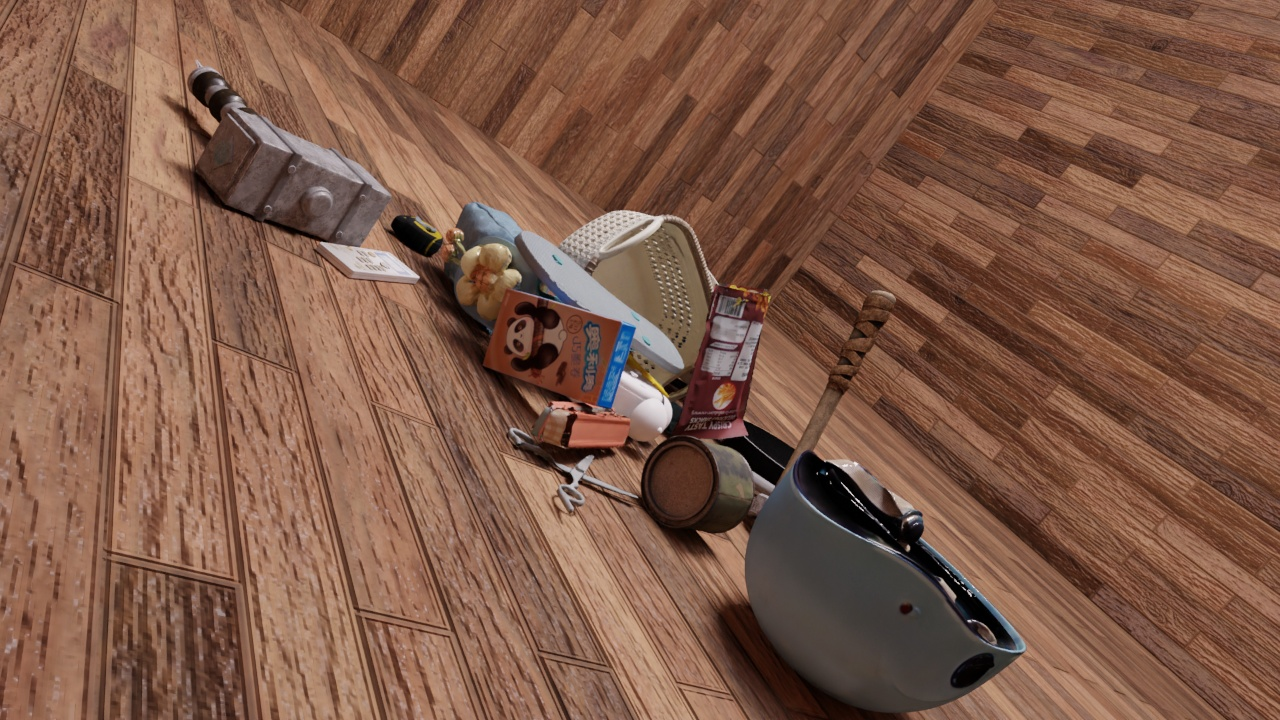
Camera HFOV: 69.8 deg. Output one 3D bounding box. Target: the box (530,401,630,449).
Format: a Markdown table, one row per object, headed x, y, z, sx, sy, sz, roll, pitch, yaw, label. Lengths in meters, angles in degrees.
| x | y | z | sx | sy | sz | roll | pitch | yaw | label |
| --- | --- | --- | --- | --- | --- | --- | --- | --- | --- |
| -0.051 | 0.067 | 0.906 | 0.056 | 0.059 | 0.186 | 64 | 14 | 11 | box |

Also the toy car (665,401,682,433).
| x | y | z | sx | sy | sz | roll | pitch | yaw | label |
| --- | --- | --- | --- | --- | --- | --- | --- | --- | --- |
| 0.045 | 0.071 | 1.250 | 0.060 | 0.027 | 0.107 | 39 | 11 | 13 | toy car |

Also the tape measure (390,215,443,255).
| x | y | z | sx | sy | sz | roll | pitch | yaw | label |
| --- | --- | --- | --- | --- | --- | --- | --- | --- | --- |
| -0.287 | -0.165 | 1.197 | 0.061 | 0.034 | 0.061 | 39 | 12 | 5 | tape measure |

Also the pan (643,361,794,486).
| x | y | z | sx | sy | sz | roll | pitch | yaw | label |
| --- | --- | --- | --- | --- | --- | --- | --- | --- | --- |
| 0.145 | 0.113 | 1.334 | 0.355 | 0.044 | 0.204 | 34 | 9 | 4 | pan |

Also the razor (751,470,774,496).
| x | y | z | sx | sy | sz | roll | pitch | yaw | label |
| --- | --- | --- | --- | --- | --- | --- | --- | --- | --- |
| 0.171 | 0.172 | 1.203 | 0.116 | 0.047 | 0.088 | 32 | 9 | 16 | razor |

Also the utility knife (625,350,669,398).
| x | y | z | sx | sy | sz | roll | pitch | yaw | label |
| --- | --- | --- | --- | --- | --- | --- | --- | --- | --- |
| -0.007 | 0.007 | 1.134 | 0.030 | 0.017 | 0.151 | 38 | -9 | 49 | utility knife |

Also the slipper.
| x | y | z | sx | sy | sz | roll | pitch | yaw | label |
| --- | --- | --- | --- | --- | --- | --- | --- | --- | --- |
| -0.049 | -0.046 | 1.034 | 0.268 | 0.055 | 0.098 | 35 | 20 | -36 | slipper |

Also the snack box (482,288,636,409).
| x | y | z | sx | sy | sz | roll | pitch | yaw | label |
| --- | --- | --- | --- | --- | --- | --- | --- | --- | --- |
| -0.084 | -0.014 | 0.930 | 0.151 | 0.087 | 0.034 | 17 | 1 | 30 | snack box |

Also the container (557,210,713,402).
| x | y | z | sx | sy | sz | roll | pitch | yaw | label |
| --- | --- | --- | --- | --- | --- | --- | --- | --- | --- |
| -0.009 | -0.075 | 1.195 | 0.143 | 0.184 | 0.246 | 33 | -30 | 48 | container |

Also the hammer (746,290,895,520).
| x | y | z | sx | sy | sz | roll | pitch | yaw | label |
| --- | --- | --- | --- | --- | --- | --- | --- | --- | --- |
| 0.213 | 0.061 | 1.073 | 0.049 | 0.318 | 0.122 | 31 | -6 | -26 | hammer |

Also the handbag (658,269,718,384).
| x | y | z | sx | sy | sz | roll | pitch | yaw | label |
| --- | --- | --- | --- | --- | --- | --- | --- | --- | --- |
| 0.081 | -0.032 | 1.370 | 0.199 | 0.092 | 0.201 | 49 | -25 | 23 | handbag |

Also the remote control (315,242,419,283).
| x | y | z | sx | sy | sz | roll | pitch | yaw | label |
| --- | --- | --- | --- | --- | --- | --- | --- | --- | --- |
| -0.292 | -0.105 | 0.993 | 0.050 | 0.011 | 0.135 | 39 | 11 | 11 | remote control |

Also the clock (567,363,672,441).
| x | y | z | sx | sy | sz | roll | pitch | yaw | label |
| --- | --- | --- | --- | --- | --- | --- | --- | --- | --- |
| -0.032 | 0.025 | 1.061 | 0.161 | 0.073 | 0.125 | 36 | 6 | 4 | clock |

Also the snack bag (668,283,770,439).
| x | y | z | sx | sy | sz | roll | pitch | yaw | label |
| --- | --- | --- | --- | --- | --- | --- | --- | --- | --- |
| 0.113 | 0.005 | 1.197 | 0.138 | 0.208 | 0.067 | 0 | 13 | -45 | snack bag |

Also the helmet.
| x | y | z | sx | sy | sz | roll | pitch | yaw | label |
| --- | --- | --- | --- | --- | --- | --- | --- | --- | --- |
| 0.200 | 0.206 | 0.803 | 0.265 | 0.167 | 0.225 | 28 | 16 | -28 | helmet |

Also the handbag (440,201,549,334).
| x | y | z | sx | sy | sz | roll | pitch | yaw | label |
| --- | --- | --- | --- | --- | --- | --- | --- | --- | --- |
| -0.181 | -0.115 | 1.101 | 0.118 | 0.122 | 0.192 | 11 | 25 | -42 | handbag |

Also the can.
| x | y | z | sx | sy | sz | roll | pitch | yaw | label |
| --- | --- | --- | --- | --- | --- | --- | --- | --- | --- |
| 0.056 | 0.123 | 0.907 | 0.090 | 0.090 | 0.074 | 45 | 14 | 35 | can |

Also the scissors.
| x | y | z | sx | sy | sz | roll | pitch | yaw | label |
| --- | --- | --- | --- | --- | --- | --- | --- | --- | --- |
| -0.060 | 0.105 | 0.828 | 0.141 | 0.014 | 0.175 | 31 | 9 | -10 | scissors |

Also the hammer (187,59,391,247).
| x | y | z | sx | sy | sz | roll | pitch | yaw | label |
| --- | --- | --- | --- | --- | --- | --- | --- | --- | --- |
| -0.429 | -0.252 | 1.004 | 0.326 | 0.079 | 0.176 | 43 | 13 | 29 | hammer |
